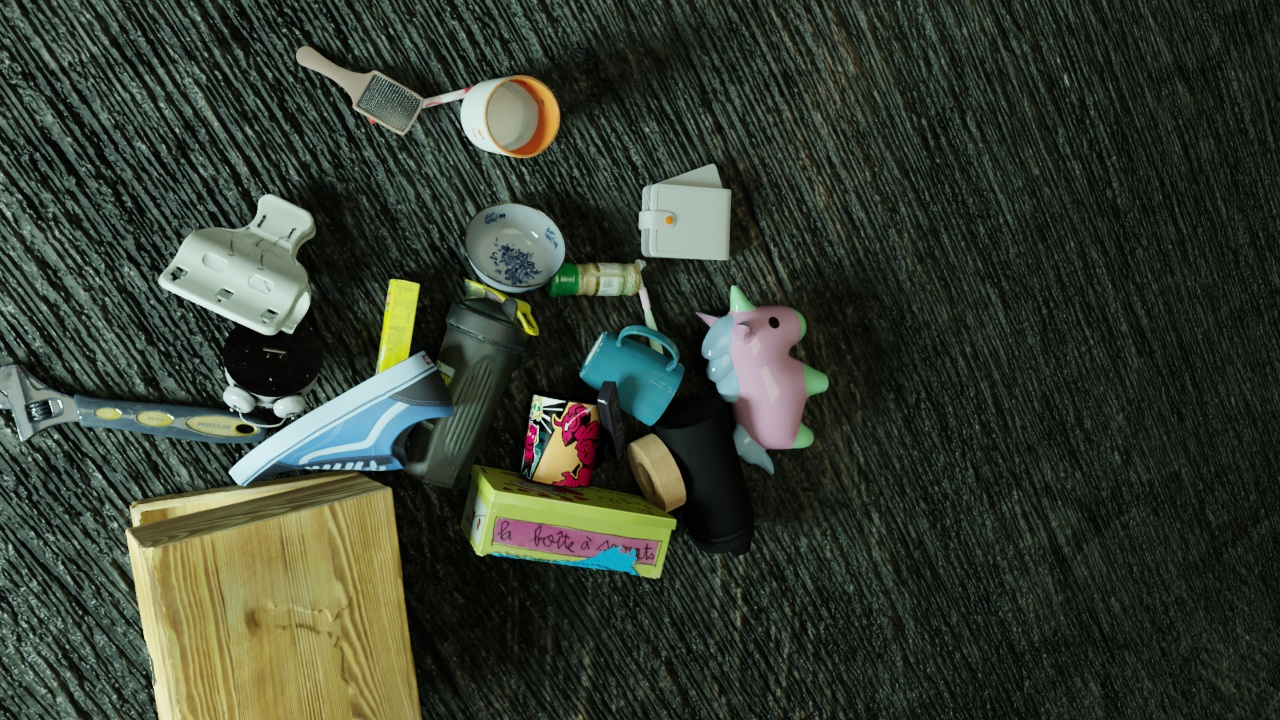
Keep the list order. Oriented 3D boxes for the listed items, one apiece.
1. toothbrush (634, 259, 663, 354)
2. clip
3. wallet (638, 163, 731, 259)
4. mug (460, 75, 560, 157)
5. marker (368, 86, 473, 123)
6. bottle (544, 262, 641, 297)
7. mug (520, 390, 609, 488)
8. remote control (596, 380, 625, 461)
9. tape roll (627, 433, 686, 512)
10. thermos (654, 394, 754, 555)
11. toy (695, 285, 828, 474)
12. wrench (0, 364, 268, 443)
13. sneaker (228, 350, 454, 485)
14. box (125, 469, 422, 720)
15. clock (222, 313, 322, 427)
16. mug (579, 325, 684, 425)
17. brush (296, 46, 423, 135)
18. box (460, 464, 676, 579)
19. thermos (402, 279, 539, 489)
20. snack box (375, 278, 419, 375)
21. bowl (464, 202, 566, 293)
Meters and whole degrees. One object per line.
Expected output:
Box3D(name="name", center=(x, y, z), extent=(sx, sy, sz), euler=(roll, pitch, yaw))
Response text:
Box3D(name="toothbrush", center=(0.013, -0.047, 1.120), extent=(0.015, 0.022, 0.155), euler=(-11, 101, 6))
Box3D(name="clip", center=(-0.393, -0.093, 0.937), extent=(0.126, 0.102, 0.151), euler=(27, 49, -7))
Box3D(name="wallet", center=(0.056, -0.182, 1.113), extent=(0.118, 0.037, 0.115), euler=(0, 95, -24))
Box3D(name="mug", center=(-0.142, -0.263, 0.987), extent=(0.082, 0.105, 0.082), euler=(-7, 107, -23))
Box3D(name="marker", center=(-0.229, -0.284, 1.009), extent=(0.142, 0.013, 0.013), euler=(-21, 102, -18))
Box3D(name="bottle", center=(-0.056, -0.096, 1.077), extent=(0.111, 0.043, 0.043), euler=(-2, 95, -22))
Box3D(name="mug", center=(-0.078, 0.091, 1.071), extent=(0.117, 0.082, 0.098), euler=(8, 92, -49))
Box3D(name="remote control", center=(-0.033, 0.072, 1.065), extent=(0.015, 0.137, 0.032), euler=(11, 57, 12))
Box3D(name="tape roll", center=(0.019, 0.136, 1.097), extent=(0.027, 0.094, 0.094), euler=(-24, 103, -18))
Box3D(name="thermos", center=(0.084, 0.150, 1.120), extent=(0.086, 0.086, 0.199), euler=(-24, 111, -17))
Box3D(name="toy", center=(0.143, 0.029, 1.132), extent=(0.171, 0.120, 0.222), euler=(10, 96, -26))
Box3D(name="wrench", center=(-0.521, 0.054, 0.923), extent=(0.273, 0.022, 0.073), euler=(9, 85, -21))
Box3D(name="sneaker", center=(-0.303, 0.089, 0.946), extent=(0.241, 0.083, 0.098), euler=(-29, 95, 3))
Box3D(name="box", center=(-0.367, 0.268, 0.943), extent=(0.250, 0.192, 0.279), euler=(-10, 98, -35))
Box3D(name="clock", center=(-0.378, 0.011, 0.940), extent=(0.094, 0.035, 0.122), euler=(9, 62, -19))
Box3D(name="mug", center=(-0.006, 0.006, 1.071), extent=(0.104, 0.084, 0.112), euler=(30, 129, -8))
Box3D(name="brush", center=(-0.299, -0.293, 0.971), extent=(0.135, 0.015, 0.049), euler=(28, 78, -14))
Box3D(name="box", center=(-0.083, 0.184, 1.050), extent=(0.220, 0.124, 0.079), euler=(11, 93, -20))
Box3D(name="thermos", center=(-0.189, 0.028, 1.012), extent=(0.098, 0.098, 0.221), euler=(21, 91, -21))
Box3D(name="snack box", center=(-0.269, -0.014, 1.003), extent=(0.029, 0.040, 0.148), euler=(8, 92, -22))
Box3D(name="bowl", center=(-0.142, -0.118, 1.028), extent=(0.114, 0.045, 0.114), euler=(7, 59, -12))
